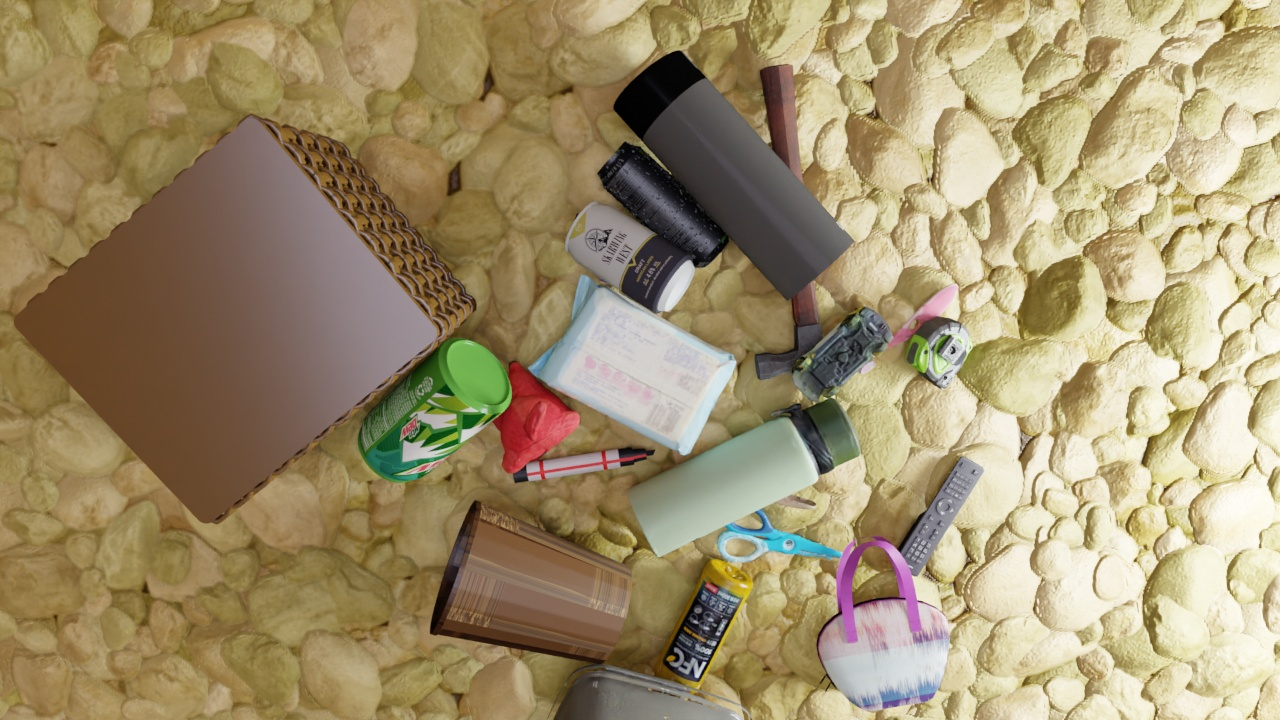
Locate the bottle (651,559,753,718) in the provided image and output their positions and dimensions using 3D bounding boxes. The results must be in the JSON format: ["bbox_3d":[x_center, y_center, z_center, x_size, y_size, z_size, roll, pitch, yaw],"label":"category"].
[{"bbox_3d":[0.053,0.300,0.956,0.053,0.053,0.186,25,97,-7],"label":"bottle"}]

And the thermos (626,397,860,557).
[{"bbox_3d":[0.104,0.110,0.917,0.231,0.082,0.082,-26,100,2],"label":"thermos"}]

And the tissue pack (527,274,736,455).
[{"bbox_3d":[-0.005,0.005,0.898,0.182,0.070,0.112,28,96,-5],"label":"tissue pack"}]

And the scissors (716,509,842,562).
[{"bbox_3d":[0.149,0.192,0.965,0.135,0.015,0.066,14,96,-3],"label":"scissors"}]

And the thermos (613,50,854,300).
[{"bbox_3d":[0.085,-0.172,0.848,0.082,0.082,0.240,-42,90,4],"label":"thermos"}]

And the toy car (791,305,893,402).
[{"bbox_3d":[0.194,-0.007,0.895,0.105,0.033,0.048,-43,104,10],"label":"toy car"}]

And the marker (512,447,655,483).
[{"bbox_3d":[-0.057,0.105,0.936,0.145,0.019,0.019,-9,100,-2],"label":"marker"}]

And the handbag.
[{"bbox_3d":[0.247,0.267,0.956,0.144,0.068,0.170,-10,98,0],"label":"handbag"}]

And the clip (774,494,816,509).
[{"bbox_3d":[0.156,0.142,0.952,0.060,0.024,0.039,-16,97,10],"label":"clip"}]

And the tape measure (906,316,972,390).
[{"bbox_3d":[0.302,-0.010,0.921,0.058,0.036,0.066,29,98,-26],"label":"tape measure"}]

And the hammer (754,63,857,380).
[{"bbox_3d":[0.152,-0.136,0.904,0.111,0.028,0.301,-9,99,-1],"label":"hammer"}]

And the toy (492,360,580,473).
[{"bbox_3d":[-0.115,0.050,0.874,0.088,0.133,0.094,-38,90,-7],"label":"toy"}]

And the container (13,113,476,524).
[{"bbox_3d":[-0.318,-0.041,0.799,0.251,0.214,0.219,-39,99,3],"label":"container"}]

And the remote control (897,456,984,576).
[{"bbox_3d":[0.312,0.163,0.967,0.032,0.015,0.136,29,97,-7],"label":"remote control"}]

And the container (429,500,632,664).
[{"bbox_3d":[-0.105,0.226,0.904,0.167,0.132,0.132,20,98,-12],"label":"container"}]

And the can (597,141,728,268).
[{"bbox_3d":[0.023,-0.148,0.881,0.137,0.054,0.054,41,95,-9],"label":"can"}]

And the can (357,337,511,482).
[{"bbox_3d":[-0.196,0.050,0.865,0.144,0.082,0.083,-38,100,29],"label":"can"}]

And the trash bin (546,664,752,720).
[{"bbox_3d":[-0.009,0.448,0.860,0.197,0.219,0.198,18,125,-5],"label":"trash bin"}]

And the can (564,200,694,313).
[{"bbox_3d":[-0.015,-0.101,0.869,0.127,0.064,0.064,34,96,12],"label":"can"}]

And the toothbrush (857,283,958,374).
[{"bbox_3d":[0.271,-0.031,0.932,0.135,0.016,0.021,-41,113,4],"label":"toothbrush"}]

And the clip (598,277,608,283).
[{"bbox_3d":[-0.014,-0.076,0.913,0.052,0.041,0.014,22,97,26],"label":"clip"}]
